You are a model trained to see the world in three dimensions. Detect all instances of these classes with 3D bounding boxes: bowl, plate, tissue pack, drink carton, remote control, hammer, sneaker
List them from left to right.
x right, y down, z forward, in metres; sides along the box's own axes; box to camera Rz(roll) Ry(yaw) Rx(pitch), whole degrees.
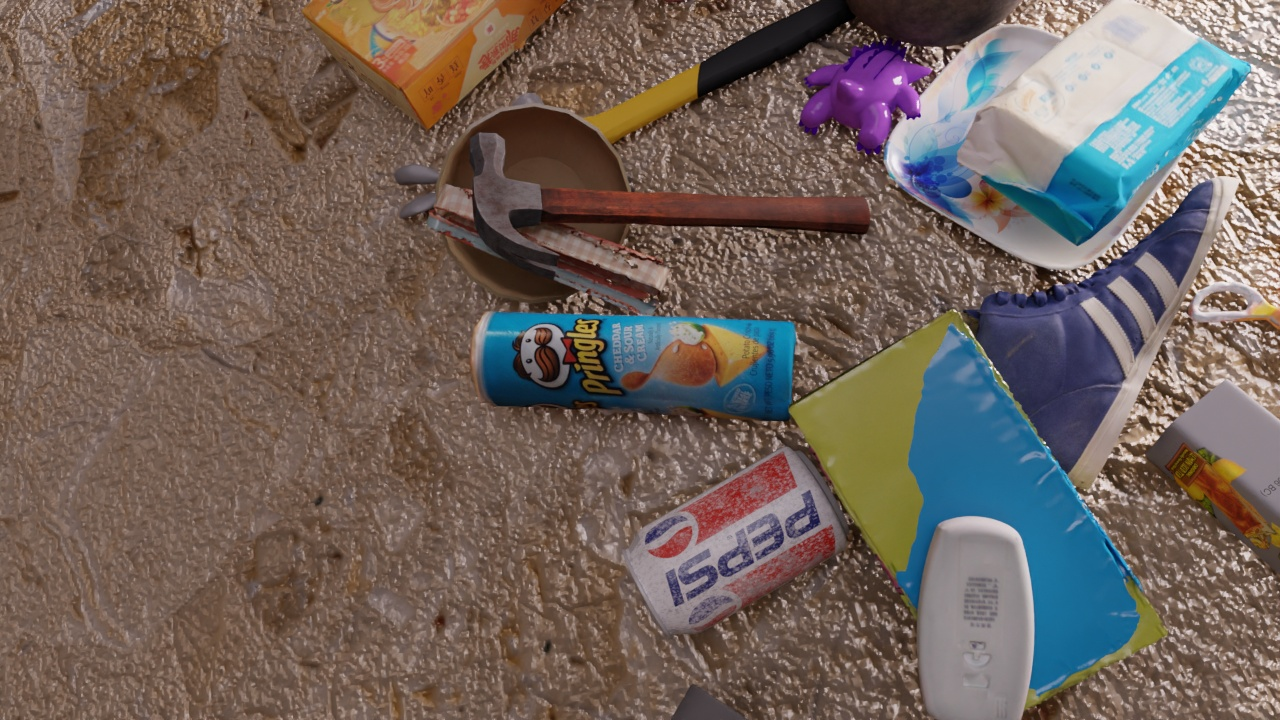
[{"bbox_3d":[-0.082,-0.123,0.730,0.152,0.050,0.152,0,98,1],"label":"bowl"},{"bbox_3d":[0.028,-0.111,0.678,0.300,0.028,0.111,0,60,-13],"label":"hammer"},{"bbox_3d":[0.056,-0.243,0.785,0.323,0.029,0.127,-28,66,-2],"label":"hammer"},{"bbox_3d":[0.230,-0.315,0.734,0.162,0.070,0.162,4,52,-5],"label":"bowl"},{"bbox_3d":[0.184,0.144,0.505,0.060,0.028,0.114,0,92,12],"label":"remote control"},{"bbox_3d":[0.304,-0.166,0.711,0.187,0.016,0.186,37,79,21],"label":"plate"},{"bbox_3d":[0.295,-0.040,0.629,0.118,0.091,0.233,26,84,22],"label":"sneaker"},{"bbox_3d":[0.333,-0.179,0.658,0.209,0.066,0.117,-41,67,-17],"label":"tissue pack"},{"bbox_3d":[0.388,0.080,0.567,0.048,0.076,0.125,-37,62,-5],"label":"drink carton"}]

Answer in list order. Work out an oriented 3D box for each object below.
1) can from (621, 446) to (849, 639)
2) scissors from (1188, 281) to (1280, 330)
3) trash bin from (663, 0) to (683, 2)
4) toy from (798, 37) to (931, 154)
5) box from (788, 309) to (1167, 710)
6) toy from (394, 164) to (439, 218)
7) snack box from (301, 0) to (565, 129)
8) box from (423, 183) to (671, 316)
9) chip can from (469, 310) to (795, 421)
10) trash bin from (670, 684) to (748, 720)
[{"bbox_3d":[0.063,0.121,0.609,0.136,0.078,0.078,-30,66,-2],"label":"can"},{"bbox_3d":[0.446,-0.027,0.632,0.130,0.011,0.125,7,71,13],"label":"scissors"},{"bbox_3d":[0.055,-0.460,0.745,0.181,0.260,0.157,-17,65,4],"label":"trash bin"},{"bbox_3d":[0.181,-0.220,0.734,0.106,0.056,0.087,29,63,29],"label":"toy"},{"bbox_3d":[0.196,0.092,0.560,0.124,0.082,0.221,-34,84,9],"label":"box"},{"bbox_3d":[-0.156,-0.151,0.786,0.112,0.030,0.049,-9,82,1],"label":"toy"},{"bbox_3d":[-0.176,-0.319,0.829,0.145,0.081,0.195,40,80,22],"label":"snack box"},{"bbox_3d":[-0.067,-0.088,0.686,0.187,0.058,0.060,21,45,-2],"label":"box"},{"bbox_3d":[-0.004,0.004,0.669,0.230,0.080,0.079,3,69,11],"label":"chip can"},{"bbox_3d":[0.052,0.333,0.517,0.192,0.098,0.219,28,75,20],"label":"trash bin"}]
